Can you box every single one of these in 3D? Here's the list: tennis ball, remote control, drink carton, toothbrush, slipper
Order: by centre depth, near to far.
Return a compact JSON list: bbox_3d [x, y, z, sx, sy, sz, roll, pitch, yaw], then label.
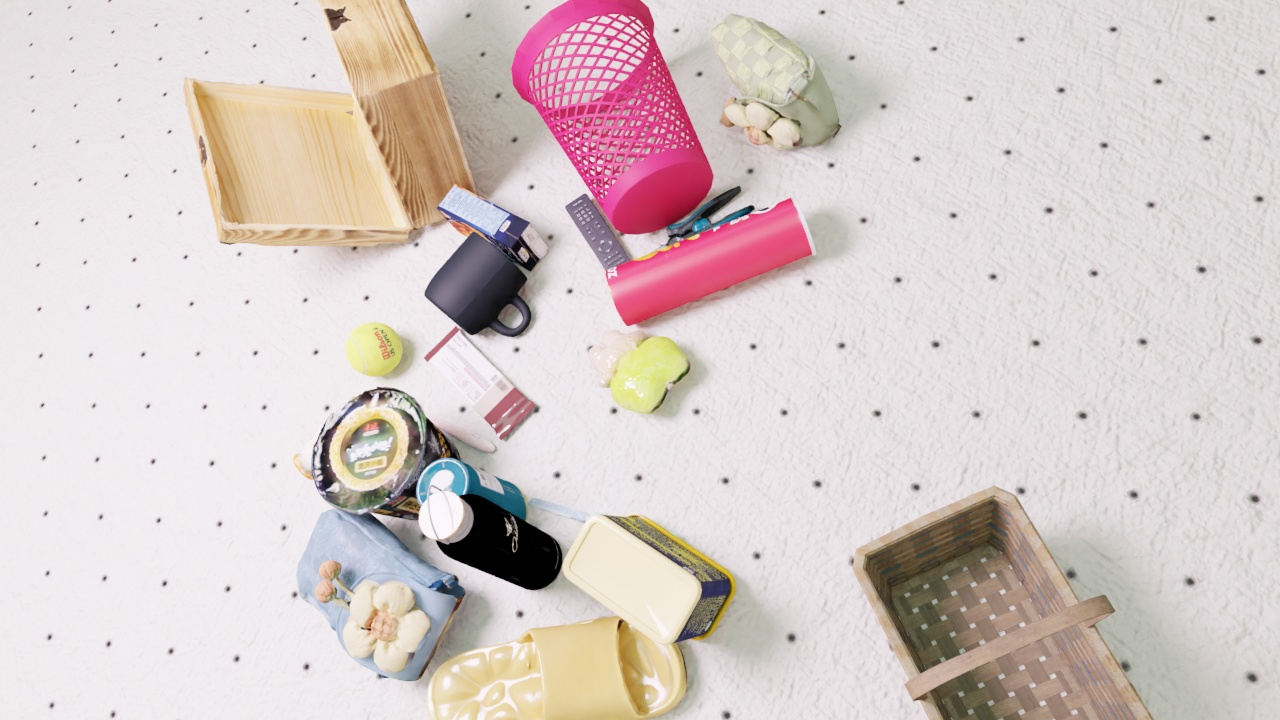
[{"bbox_3d":[-0.090,0.302,0.877,0.264,0.078,0.099,-15,62,12],"label":"slipper"},{"bbox_3d":[-0.241,0.069,1.061,0.181,0.018,0.015,22,76,24],"label":"toothbrush"},{"bbox_3d":[-0.046,-0.141,1.086,0.032,0.015,0.136,-33,64,2],"label":"remote control"},{"bbox_3d":[-0.317,-0.013,1.093,0.065,0.065,0.065,-7,66,15],"label":"tennis ball"},{"bbox_3d":[-0.178,-0.161,1.110,0.130,0.064,0.040,30,80,26],"label":"drink carton"}]

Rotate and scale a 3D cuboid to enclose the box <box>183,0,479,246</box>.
[{"bbox_3d":[-0.397,-0.289,1.142,0.315,0.282,0.279,-25,62,-7],"label":"box"}]

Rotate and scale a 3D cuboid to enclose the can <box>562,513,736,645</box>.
[{"bbox_3d":[0.008,0.203,0.861,0.135,0.104,0.075,30,91,24],"label":"can"}]

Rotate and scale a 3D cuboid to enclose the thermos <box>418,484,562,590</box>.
[{"bbox_3d":[-0.143,0.167,0.863,0.061,0.231,0.061,-7,66,15],"label":"thermos"}]

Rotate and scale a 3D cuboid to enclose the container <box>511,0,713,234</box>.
[{"bbox_3d":[-0.022,-0.272,1.055,0.183,0.183,0.225,-28,69,5],"label":"container"}]

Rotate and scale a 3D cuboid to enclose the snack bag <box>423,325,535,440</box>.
[{"bbox_3d":[-0.188,0.024,1.064,0.057,0.013,0.158,-46,62,-7],"label":"snack bag"}]

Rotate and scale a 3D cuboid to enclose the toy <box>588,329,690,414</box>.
[{"bbox_3d":[-0.006,0.006,0.994,0.115,0.046,0.092,32,79,34],"label":"toy"}]

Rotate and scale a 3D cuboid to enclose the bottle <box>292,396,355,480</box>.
[{"bbox_3d":[-0.348,0.092,1.060,0.108,0.063,0.063,-38,62,0],"label":"bottle"}]

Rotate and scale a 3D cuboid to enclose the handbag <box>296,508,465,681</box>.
[{"bbox_3d":[-0.279,0.235,0.941,0.192,0.118,0.122,33,98,24],"label":"handbag"}]

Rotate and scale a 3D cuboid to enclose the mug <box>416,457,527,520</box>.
[{"bbox_3d":[-0.176,0.145,0.947,0.078,0.121,0.078,-7,65,15],"label":"mug"}]

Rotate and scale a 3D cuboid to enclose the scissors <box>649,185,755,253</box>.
[{"bbox_3d":[0.066,-0.146,1.050,0.141,0.019,0.128,9,71,24],"label":"scissors"}]

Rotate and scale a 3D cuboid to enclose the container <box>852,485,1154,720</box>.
[{"bbox_3d":[0.285,0.232,0.719,0.157,0.186,0.249,-27,62,6],"label":"container"}]

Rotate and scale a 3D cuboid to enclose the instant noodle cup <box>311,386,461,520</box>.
[{"bbox_3d":[-0.267,0.111,0.997,0.137,0.112,0.137,-7,65,16],"label":"instant noodle cup"}]

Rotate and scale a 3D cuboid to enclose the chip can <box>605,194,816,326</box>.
[{"bbox_3d":[0.075,-0.107,1.001,0.221,0.069,0.069,-21,63,9],"label":"chip can"}]

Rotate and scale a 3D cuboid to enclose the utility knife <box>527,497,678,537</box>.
[{"bbox_3d":[-0.040,0.169,0.955,0.180,0.015,0.022,12,83,25],"label":"utility knife"}]

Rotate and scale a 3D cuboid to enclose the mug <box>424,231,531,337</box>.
[{"bbox_3d":[-0.181,-0.076,1.073,0.121,0.085,0.094,40,84,-1],"label":"mug"}]

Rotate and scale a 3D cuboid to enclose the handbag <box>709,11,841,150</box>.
[{"bbox_3d":[0.141,-0.311,1.053,0.117,0.113,0.186,-44,58,12],"label":"handbag"}]
